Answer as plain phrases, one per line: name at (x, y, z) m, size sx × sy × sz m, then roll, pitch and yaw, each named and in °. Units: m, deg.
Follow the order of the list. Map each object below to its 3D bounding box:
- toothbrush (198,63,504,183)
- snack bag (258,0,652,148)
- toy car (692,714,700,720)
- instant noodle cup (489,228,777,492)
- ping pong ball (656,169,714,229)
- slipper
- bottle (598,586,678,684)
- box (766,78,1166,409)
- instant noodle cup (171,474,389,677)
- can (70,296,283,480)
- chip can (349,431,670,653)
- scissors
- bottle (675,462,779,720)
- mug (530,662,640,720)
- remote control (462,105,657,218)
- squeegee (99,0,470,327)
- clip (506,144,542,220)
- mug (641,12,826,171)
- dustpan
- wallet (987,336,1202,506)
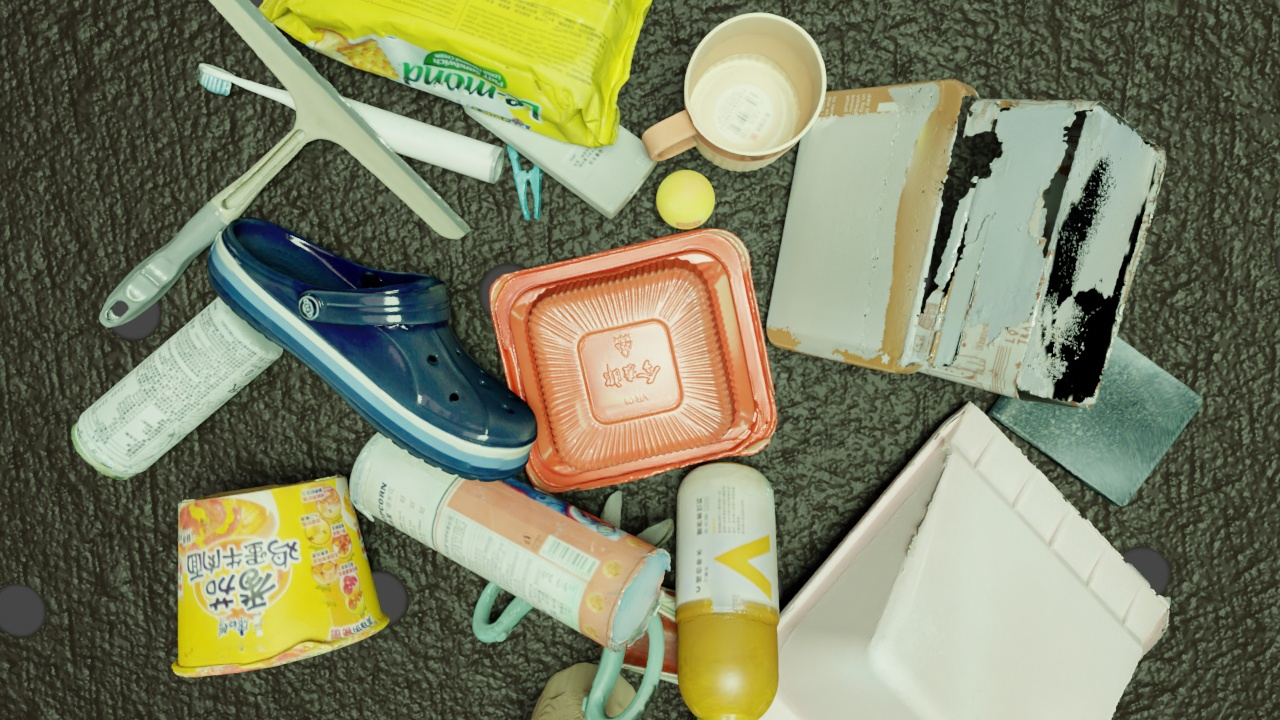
toothbrush at (-0.203, -0.169, 0.641) m, size 0.221 × 0.026 × 0.026 m, roll 18°, pitch 110°, yaw 0°
snack bag at (-0.105, -0.250, 0.596) m, size 0.246 × 0.068 × 0.158 m, roll 20°, pitch 83°, yaw 2°
toy car at (0.052, 0.287, 0.674) m, size 0.048 × 0.032 × 0.105 m, roll 20°, pitch 107°, yaw 0°
instant noodle cup at (-0.004, 0.004, 0.625) m, size 0.189 × 0.079 × 0.164 m, roll -14°, pitch 95°, yaw 2°
ping pong ball at (0.031, -0.110, 0.631) m, size 0.040 × 0.040 × 0.040 m, roll 0°, pitch 95°, yaw 2°
slipper at (-0.163, -0.023, 0.602) m, size 0.253 × 0.105 × 0.095 m, roll 35°, pitch 110°, yaw 5°
bottle at (0.074, 0.211, 0.652) m, size 0.206 × 0.059 × 0.060 m, roll 17°, pitch 96°, yaw -3°
box at (0.200, -0.074, 0.608) m, size 0.156 × 0.193 × 0.183 m, roll 8°, pitch 98°, yaw -42°
instant noodle cup at (-0.248, 0.140, 0.626) m, size 0.138 × 0.138 × 0.109 m, roll -8°, pitch 87°, yaw 3°
can at (-0.326, 0.019, 0.649) m, size 0.147 × 0.058 × 0.058 m, roll -39°, pitch 93°, yaw 5°
chip can at (-0.088, 0.111, 0.600) m, size 0.215 × 0.071 × 0.071 m, roll 22°, pitch 96°, yaw 25°
scissors at (-0.039, 0.177, 0.618) m, size 0.170 × 0.178 × 0.019 m, roll -32°, pitch 135°, yaw 12°
bottle at (0.056, 0.162, 0.600) m, size 0.068 × 0.068 × 0.189 m, roll 1°, pitch 60°, yaw 2°
mug at (-0.037, 0.288, 0.640) m, size 0.084 × 0.103 × 0.124 m, roll -9°, pitch 95°, yaw 3°
remote control at (-0.056, -0.157, 0.629) m, size 0.135 × 0.019 × 0.056 m, roll 36°, pitch 81°, yaw 5°
squeegee at (-0.292, -0.107, 0.647) m, size 0.247 × 0.039 × 0.246 m, roll -39°, pitch 111°, yaw 12°
clip at (-0.079, -0.127, 0.647) m, size 0.050 × 0.015 × 0.057 m, roll -6°, pitch 94°, yaw 1°
mug at (0.056, -0.160, 0.592) m, size 0.114 × 0.106 × 0.081 m, roll -26°, pitch 94°, yaw 4°
dustpan at (0.204, 0.200, 0.639) m, size 0.222 × 0.139 × 0.272 m, roll 47°, pitch 56°, yaw -3°
wallet at (0.321, 0.033, 0.645) m, size 0.121 × 0.019 × 0.097 m, roll 35°, pitch 95°, yaw -3°
